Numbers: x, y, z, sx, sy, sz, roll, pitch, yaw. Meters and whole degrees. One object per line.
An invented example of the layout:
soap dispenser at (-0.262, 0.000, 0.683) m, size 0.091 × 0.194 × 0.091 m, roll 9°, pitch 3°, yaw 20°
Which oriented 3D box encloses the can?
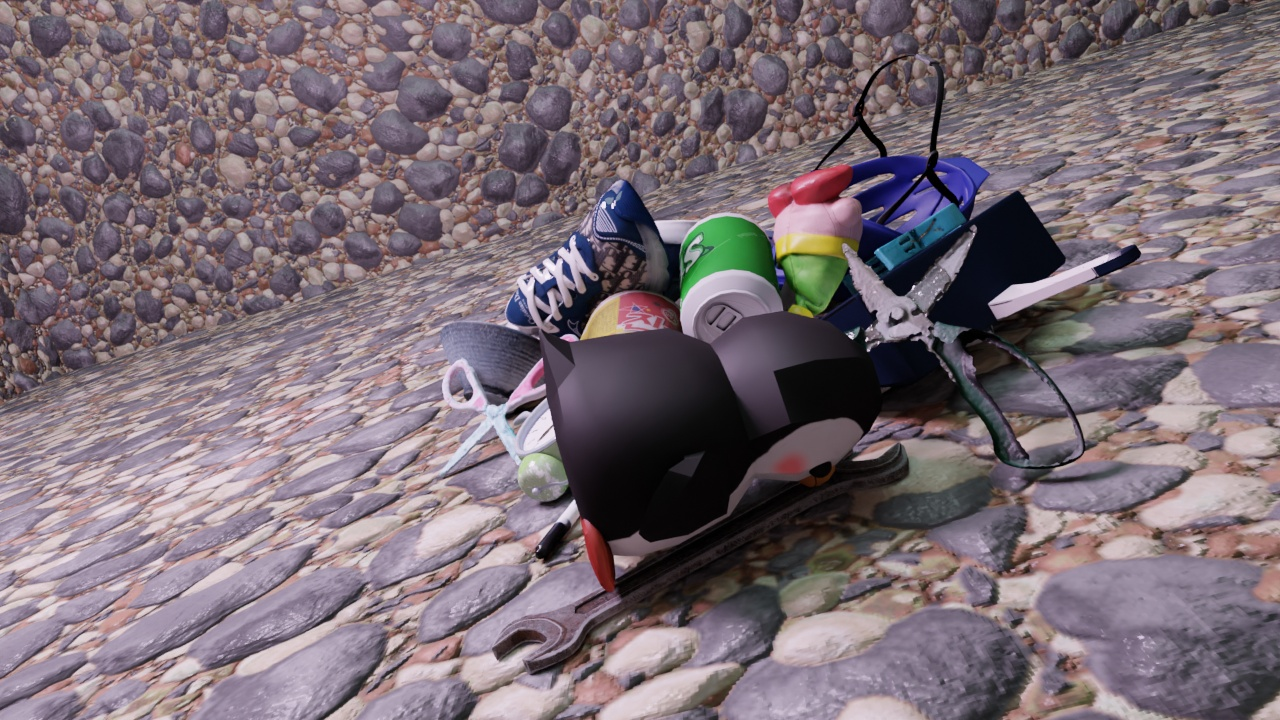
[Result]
can at (0.079, -0.068, 0.825) m, size 0.088 × 0.088 × 0.139 m, roll -15°, pitch 33°, yaw 12°

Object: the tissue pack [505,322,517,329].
tissue pack at (-0.138, -0.020, 1.081) m, size 0.103 × 0.071 × 0.182 m, roll -28°, pitch 15°, yaw -30°

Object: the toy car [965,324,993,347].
toy car at (0.258, -0.029, 0.723) m, size 0.039 × 0.027 × 0.089 m, roll -18°, pitch 12°, yaw 25°

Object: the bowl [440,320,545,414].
bowl at (-0.144, 0.018, 0.921) m, size 0.137 × 0.137 × 0.057 m, roll -5°, pitch 59°, yaw 38°

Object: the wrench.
wrench at (0.042, 0.105, 0.529) m, size 0.272 × 0.010 × 0.070 m, roll -24°, pitch 16°, yaw -22°

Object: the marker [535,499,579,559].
marker at (-0.040, 0.098, 0.647) m, size 0.011 × 0.011 × 0.151 m, roll -11°, pitch 16°, yaw 23°

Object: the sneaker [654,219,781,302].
sneaker at (0.102, -0.082, 1.007) m, size 0.121 × 0.127 × 0.293 m, roll 3°, pitch 5°, yaw 42°

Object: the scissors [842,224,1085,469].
scissors at (0.158, 0.016, 0.545) m, size 0.202 × 0.015 × 0.205 m, roll -51°, pitch 51°, yaw 9°

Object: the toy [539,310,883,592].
toy at (0.042, 0.023, 0.521) m, size 0.184 × 0.140 × 0.159 m, roll -17°, pitch 20°, yaw -2°

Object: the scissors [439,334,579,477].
scissors at (-0.127, 0.033, 0.824) m, size 0.170 × 0.013 × 0.177 m, roll -50°, pitch 43°, yaw -7°

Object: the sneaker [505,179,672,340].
sneaker at (-0.064, -0.070, 0.876) m, size 0.132 × 0.103 × 0.270 m, roll -24°, pitch -12°, yaw -22°

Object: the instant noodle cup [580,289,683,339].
instant noodle cup at (-0.005, 0.005, 0.796) m, size 0.100 × 0.100 × 0.112 m, roll -15°, pitch 23°, yaw 11°

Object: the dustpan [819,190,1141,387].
dustpan at (0.225, -0.043, 0.681) m, size 0.235 × 0.080 × 0.274 m, roll -30°, pitch -6°, yaw -37°

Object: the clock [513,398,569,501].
clock at (-0.053, 0.058, 0.695) m, size 0.094 × 0.042 × 0.119 m, roll -40°, pitch 21°, yaw 7°

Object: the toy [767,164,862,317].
toy at (0.148, -0.097, 0.828) m, size 0.096 × 0.131 × 0.124 m, roll -19°, pitch 5°, yaw -31°

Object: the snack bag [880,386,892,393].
snack bag at (0.113, 0.036, 0.687) m, size 0.158 × 0.013 × 0.057 m, roll -20°, pitch 17°, yaw -6°

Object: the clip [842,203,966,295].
clip at (0.242, -0.102, 0.830) m, size 0.116 × 0.026 × 0.097 m, roll -32°, pitch -3°, yaw -17°

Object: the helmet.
helmet at (0.228, -0.173, 0.898) m, size 0.241 × 0.228 × 0.147 m, roll -21°, pitch 42°, yaw -9°

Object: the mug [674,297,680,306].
mug at (0.034, -0.100, 1.161) m, size 0.097 × 0.078 × 0.112 m, roll -20°, pitch -13°, yaw -8°
